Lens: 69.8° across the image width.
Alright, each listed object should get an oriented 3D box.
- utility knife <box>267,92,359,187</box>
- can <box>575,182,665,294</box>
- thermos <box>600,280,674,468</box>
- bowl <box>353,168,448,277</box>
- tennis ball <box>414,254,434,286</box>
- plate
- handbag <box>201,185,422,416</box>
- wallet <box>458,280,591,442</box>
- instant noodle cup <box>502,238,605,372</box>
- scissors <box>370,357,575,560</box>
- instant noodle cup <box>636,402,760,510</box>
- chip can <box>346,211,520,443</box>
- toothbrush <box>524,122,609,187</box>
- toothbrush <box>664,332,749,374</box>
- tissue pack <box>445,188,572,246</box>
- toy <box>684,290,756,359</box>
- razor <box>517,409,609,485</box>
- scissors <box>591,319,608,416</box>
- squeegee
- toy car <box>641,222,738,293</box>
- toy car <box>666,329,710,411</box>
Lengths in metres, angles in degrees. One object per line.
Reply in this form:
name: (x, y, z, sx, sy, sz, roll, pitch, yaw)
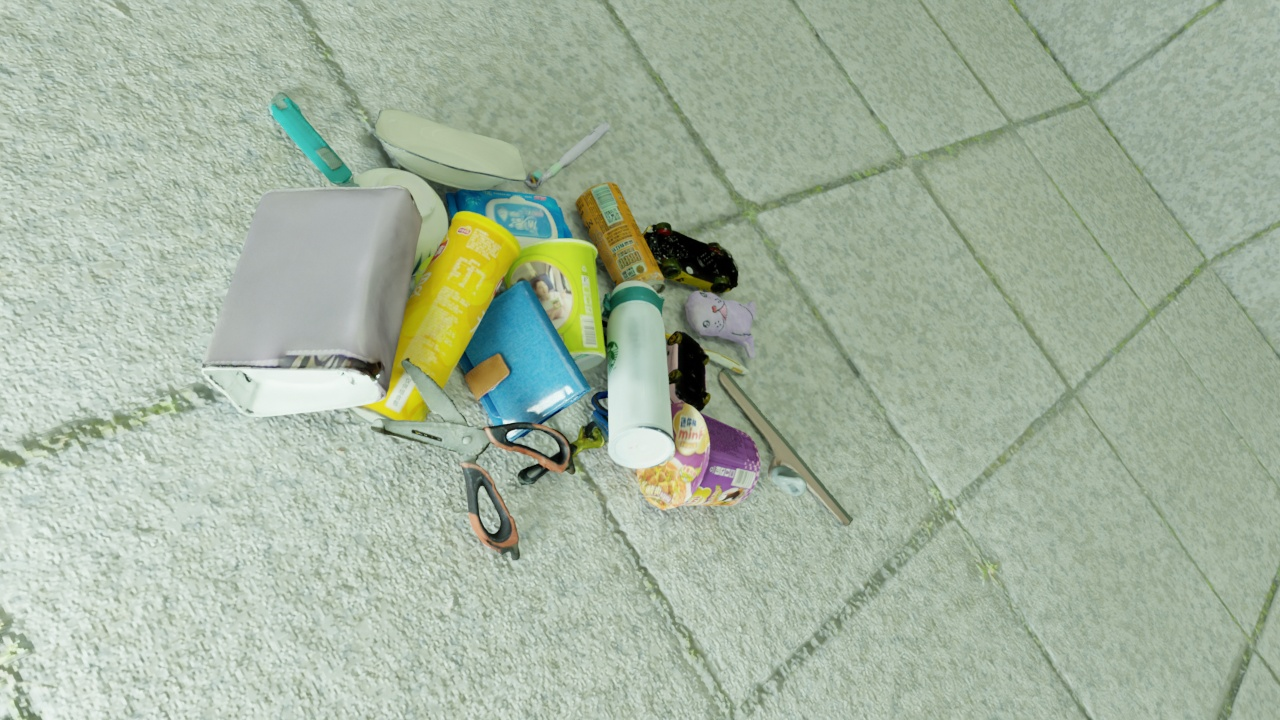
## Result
utility knife: (-0.314, -0.203, 0.915, 0.029, 0.013, 0.223, -33, 66, -23)
can: (-0.024, -0.140, 1.101, 0.058, 0.058, 0.146, -12, 71, -41)
thermos: (-0.006, 0.006, 0.983, 0.073, 0.073, 0.223, 21, 42, -25)
bowl: (-0.248, -0.150, 0.936, 0.116, 0.066, 0.116, 19, 52, -26)
tennis ball: (-0.195, -0.078, 0.929, 0.065, 0.066, 0.065, 19, 53, -27)
plate: (-0.208, -0.222, 0.997, 0.163, 0.034, 0.164, 13, 23, -18)
handbag: (-0.275, -0.055, 0.804, 0.145, 0.098, 0.196, -5, 57, 11)
wallet: (-0.124, 0.001, 0.913, 0.133, 0.106, 0.040, 60, 13, 12)
instant noodle cup: (-0.088, -0.050, 0.970, 0.111, 0.112, 0.123, -1, 72, -37)
scissors: (-0.143, 0.085, 0.838, 0.188, 0.015, 0.227, -27, 108, -41)
instant noodle cup: (0.066, 0.108, 0.983, 0.099, 0.112, 0.111, 16, 54, -40)
chip can: (-0.188, -0.033, 0.848, 0.072, 0.072, 0.213, 31, 71, -17)
toothbrush: (-0.087, -0.265, 1.164, 0.188, 0.029, 0.021, -50, 137, -46)
toothbrush: (0.057, -0.023, 1.114, 0.191, 0.018, 0.016, 24, 20, -22)
tissue pack: (-0.137, -0.142, 1.022, 0.156, 0.052, 0.095, 0, 63, -37)
toy: (0.101, -0.050, 1.151, 0.108, 0.039, 0.083, 17, 60, -29)
razor: (-0.075, 0.094, 0.937, 0.042, 0.022, 0.142, 47, 43, 12)
scissors: (-0.003, 0.020, 1.038, 0.172, 0.012, 0.162, -11, 64, -49)
squeegee: (0.159, 0.121, 1.018, 0.247, 0.040, 0.249, 50, 6, 1)
toy car: (0.062, -0.125, 1.167, 0.155, 0.041, 0.071, 13, 56, -36)
toy car: (0.051, 0.015, 1.057, 0.056, 0.037, 0.122, 38, 32, -23)
